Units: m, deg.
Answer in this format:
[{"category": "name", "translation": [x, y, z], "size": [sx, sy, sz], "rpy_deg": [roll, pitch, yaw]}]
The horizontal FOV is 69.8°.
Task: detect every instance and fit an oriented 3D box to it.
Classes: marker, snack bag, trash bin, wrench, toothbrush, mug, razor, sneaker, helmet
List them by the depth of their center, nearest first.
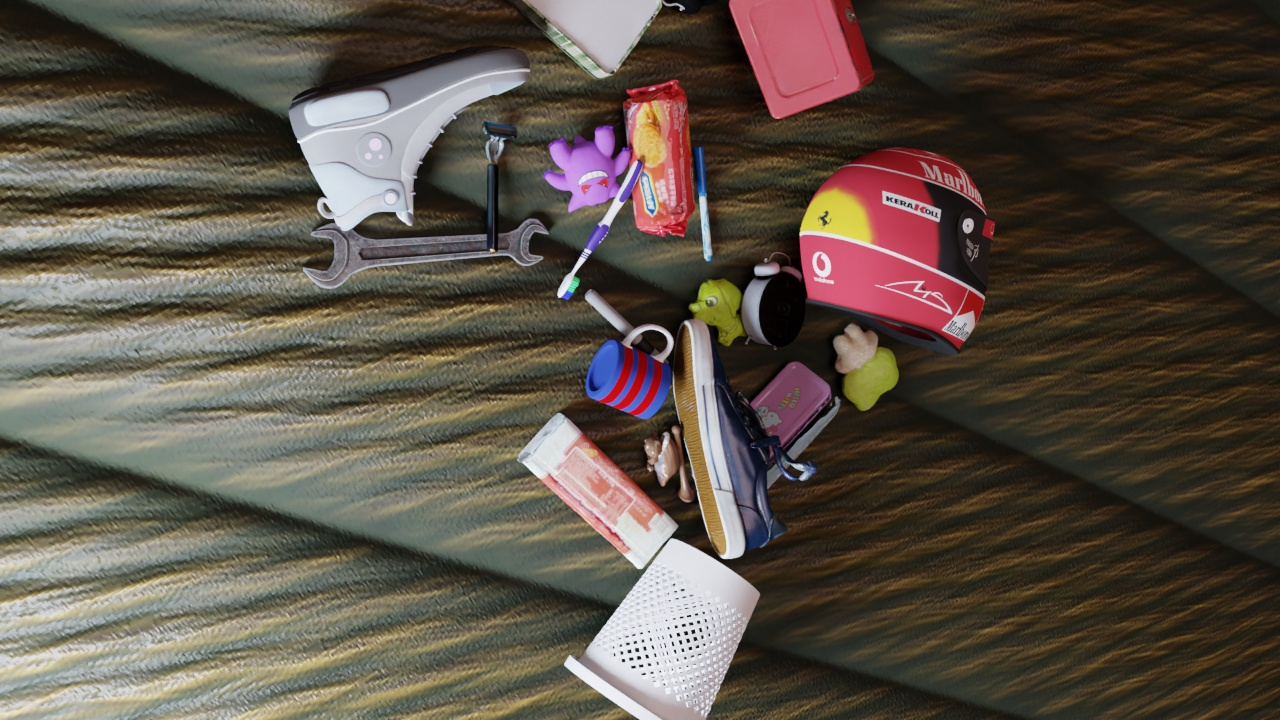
[{"category": "sneaker", "translation": [-0.226, -0.234, 0.973], "size": [0.256, 0.093, 0.160], "rpy_deg": [-20, 115, -19]}, {"category": "wrench", "translation": [-0.234, -0.124, 1.025], "size": [0.272, 0.010, 0.070], "rpy_deg": [-7, 102, -22]}, {"category": "razor", "translation": [-0.165, -0.193, 1.032], "size": [0.042, 0.022, 0.144], "rpy_deg": [1, 95, -37]}, {"category": "toothbrush", "translation": [-0.046, -0.150, 1.067], "size": [0.016, 0.015, 0.187], "rpy_deg": [24, 108, -28]}, {"category": "snack bag", "translation": [0.023, -0.234, 1.077], "size": [0.082, 0.082, 0.176], "rpy_deg": [-10, 104, -21]}, {"category": "mug", "translation": [-0.007, 0.007, 1.105], "size": [0.076, 0.075, 0.112], "rpy_deg": [23, 98, -25]}, {"category": "sneaker", "translation": [0.123, 0.085, 1.125], "size": [0.127, 0.121, 0.294], "rpy_deg": [-13, 87, -15]}, {"category": "marker", "translation": [-0.016, -0.037, 1.129], "size": [0.140, 0.016, 0.016], "rpy_deg": [43, 82, -23]}, {"category": "snack bag", "translation": [-0.051, 0.164, 1.140], "size": [0.077, 0.041, 0.225], "rpy_deg": [-47, 112, -9]}, {"category": "trash bin", "translation": [0.042, 0.344, 1.142], "size": [0.195, 0.196, 0.199], "rpy_deg": [40, 74, -24]}, {"category": "marker", "translation": [0.079, -0.194, 1.142], "size": [0.013, 0.013, 0.142], "rpy_deg": [-11, 104, -21]}, {"category": "helmet", "translation": [0.330, -0.148, 1.156], "size": [0.270, 0.198, 0.224], "rpy_deg": [16, 93, -33]}]

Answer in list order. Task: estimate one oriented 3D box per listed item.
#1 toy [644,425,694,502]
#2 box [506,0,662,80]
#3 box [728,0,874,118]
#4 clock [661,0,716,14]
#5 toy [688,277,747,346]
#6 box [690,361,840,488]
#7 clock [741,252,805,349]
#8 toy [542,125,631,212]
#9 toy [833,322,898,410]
[{"category": "toy", "translation": [0.035, 0.132, 1.167], "size": [0.055, 0.041, 0.102], "rpy_deg": [-12, 111, -6]}, {"category": "box", "translation": [-0.084, -0.419, 1.013], "size": [0.205, 0.050, 0.117], "rpy_deg": [35, 88, -24]}, {"category": "box", "translation": [0.196, -0.381, 1.077], "size": [0.151, 0.165, 0.157], "rpy_deg": [-30, 109, -10]}, {"category": "clock", "translation": [0.066, -0.458, 1.070], "size": [0.120, 0.042, 0.091], "rpy_deg": [-31, 110, -15]}, {"category": "toy", "translation": [0.106, -0.062, 1.165], "size": [0.094, 0.036, 0.093], "rpy_deg": [-25, 111, -25]}, {"category": "box", "translation": [0.171, 0.112, 1.224], "size": [0.214, 0.089, 0.093], "rpy_deg": [-45, 154, -9]}, {"category": "clock", "translation": [0.171, -0.077, 1.175], "size": [0.094, 0.035, 0.122], "rpy_deg": [8, 90, -44]}, {"category": "toy", "translation": [-0.059, -0.219, 1.056], "size": [0.106, 0.056, 0.088], "rpy_deg": [-17, 108, -3]}, {"category": "toy", "translation": [0.303, 0.005, 1.256], "size": [0.092, 0.043, 0.118], "rpy_deg": [-39, 109, -9]}]
